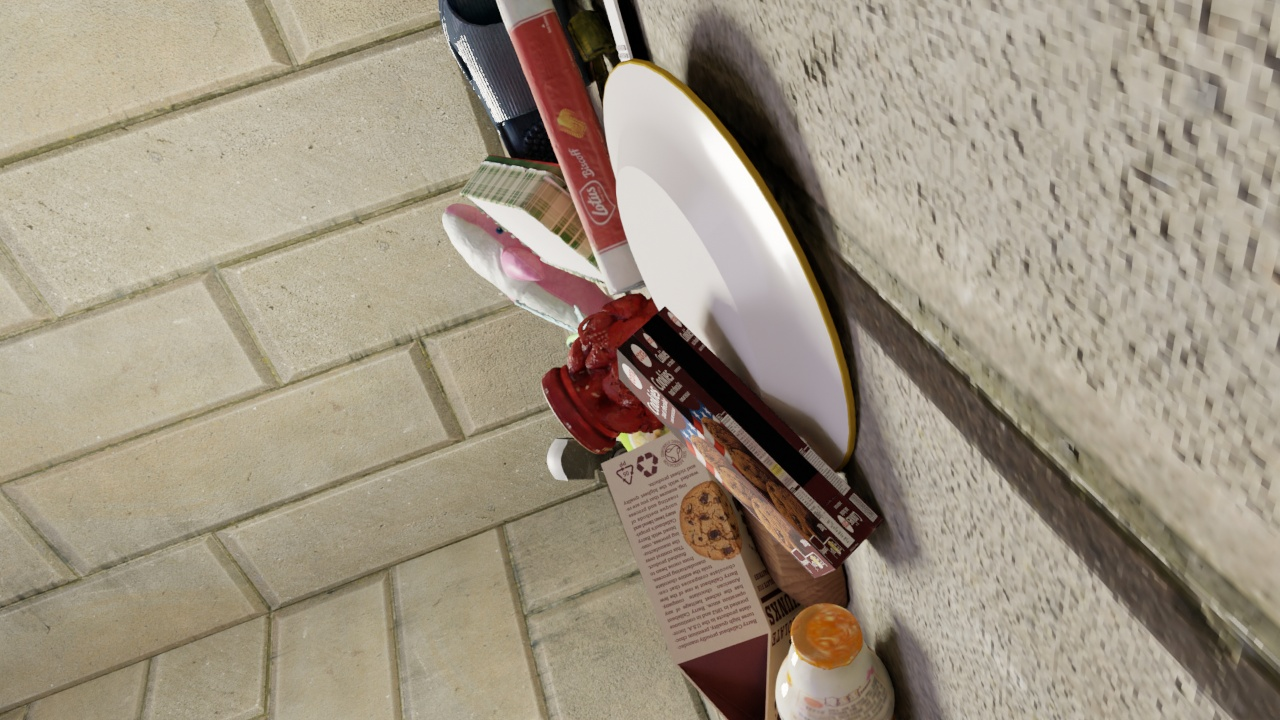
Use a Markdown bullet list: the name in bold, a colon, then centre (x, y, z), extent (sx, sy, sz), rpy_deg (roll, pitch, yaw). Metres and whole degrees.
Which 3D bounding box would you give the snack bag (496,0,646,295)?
- **snack bag**: centre (-0.043, -0.153, 0.642), extent (0.077, 0.041, 0.225), rpy_deg (-96, -14, -85)

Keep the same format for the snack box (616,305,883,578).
- **snack box**: centre (0.049, 0.040, 0.445), extent (0.141, 0.031, 0.051), rpy_deg (45, 168, 12)

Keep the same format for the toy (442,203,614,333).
- **toy**: centre (-0.093, -0.109, 1.028), extent (0.265, 0.127, 0.187), rpy_deg (38, 173, -6)

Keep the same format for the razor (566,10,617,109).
- **razor**: centre (-0.025, -0.192, 0.650), extent (0.106, 0.026, 0.042), rpy_deg (72, 173, -57)

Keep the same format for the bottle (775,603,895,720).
- **bottle**: centre (0.104, 0.177, 0.493), extent (0.063, 0.063, 0.109), rpy_deg (-117, 10, -51)

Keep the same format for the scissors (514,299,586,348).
- **scissors**: centre (-0.058, -0.029, 0.981), extent (0.172, 0.021, 0.171), rpy_deg (28, 168, 8)

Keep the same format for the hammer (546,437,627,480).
- **hammer**: centre (0.022, 0.101, 0.867), extent (0.323, 0.156, 0.043), rpy_deg (175, 95, -70)

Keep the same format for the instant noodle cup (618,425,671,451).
- **instant noodle cup**: centre (0.014, 0.037, 0.737), extent (0.108, 0.099, 0.099), rpy_deg (62, 174, 3)

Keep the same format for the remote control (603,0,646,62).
- **remote control**: centre (0.002, -0.159, 0.554), extent (0.028, 0.011, 0.124), rpy_deg (-125, 16, -68)

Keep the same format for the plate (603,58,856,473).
- **plate**: centre (0.031, -0.039, 0.468), extent (0.229, 0.021, 0.230), rpy_deg (58, 169, 17)

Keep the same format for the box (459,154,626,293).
- **box**: centre (-0.076, -0.121, 0.787), extent (0.117, 0.050, 0.205), rpy_deg (37, 177, -27)

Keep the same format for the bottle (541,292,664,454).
- **bottle**: centre (-0.004, 0.004, 0.635), extent (0.099, 0.111, 0.098), rpy_deg (48, -166, -16)

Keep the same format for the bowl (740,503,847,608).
- **bowl**: centre (0.086, 0.102, 0.562), extent (0.118, 0.030, 0.118), rpy_deg (159, 91, -84)

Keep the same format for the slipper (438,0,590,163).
- **slipper**: centre (-0.089, -0.222, 0.758), extent (0.264, 0.101, 0.082), rpy_deg (73, 175, -57)

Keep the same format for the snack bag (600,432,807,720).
- **snack bag**: centre (0.058, 0.152, 0.621), extent (0.094, 0.070, 0.206), rpy_deg (8, -122, -66)
